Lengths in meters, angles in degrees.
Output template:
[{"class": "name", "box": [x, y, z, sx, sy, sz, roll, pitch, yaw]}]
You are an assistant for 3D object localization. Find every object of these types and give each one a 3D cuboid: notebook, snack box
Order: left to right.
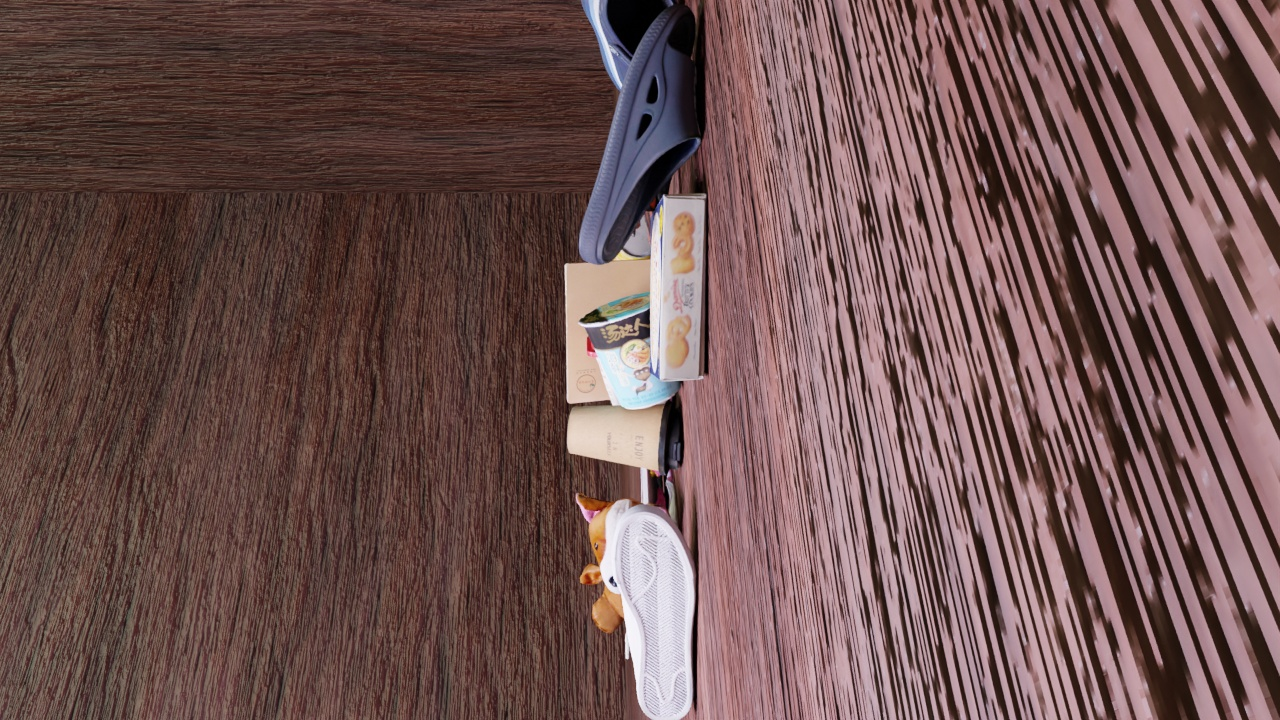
[{"class": "notebook", "box": [-0.034, -0.041, 1.309, 0.008, 0.147, 0.208, -129, 37, -65]}, {"class": "notebook", "box": [0.018, 0.175, 1.317, 0.150, 0.012, 0.208, 70, -165, -54]}, {"class": "snack box", "box": [0.036, -0.073, 0.957, 0.182, 0.046, 0.178, -149, 60, -87]}]

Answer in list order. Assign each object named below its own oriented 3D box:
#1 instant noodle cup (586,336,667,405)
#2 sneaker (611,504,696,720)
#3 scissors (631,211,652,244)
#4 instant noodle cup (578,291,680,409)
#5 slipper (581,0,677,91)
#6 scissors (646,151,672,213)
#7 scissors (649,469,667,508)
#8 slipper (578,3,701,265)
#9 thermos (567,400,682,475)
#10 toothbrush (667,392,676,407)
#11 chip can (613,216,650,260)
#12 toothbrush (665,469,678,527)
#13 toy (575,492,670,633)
[{"class": "instant noodle cup", "box": [-0.007, 0.007, 1.255, 0.116, 0.116, 0.124, -101, -1, -72]}, {"class": "sneaker", "box": [0.020, 0.268, 1.016, 0.090, 0.089, 0.242, -84, -12, -79]}, {"class": "scissors", "box": [-0.002, -0.222, 1.142, 0.188, 0.015, 0.223, -37, -64, -74]}, {"class": "instant noodle cup", "box": [-0.003, -0.010, 1.107, 0.111, 0.111, 0.120, -103, -5, -76]}, {"class": "slipper", "box": [0.007, -0.383, 1.066, 0.105, 0.095, 0.253, -50, -18, -2]}, {"class": "scissors", "box": [0.019, -0.191, 1.099, 0.232, 0.022, 0.221, 22, -105, -75]}, {"class": "scissors", "box": [0.027, 0.174, 1.272, 0.133, 0.017, 0.134, 73, -174, -53]}, {"class": "slipper", "box": [0.019, -0.214, 0.924, 0.268, 0.083, 0.110, -69, -13, 11]}, {"class": "thermos", "box": [-0.015, 0.092, 1.144, 0.093, 0.143, 0.093, 5, -91, -81]}, {"class": "toothbrush", "box": [0.041, 0.029, 1.171, 0.017, 0.014, 0.189, -76, -12, -61]}, {"class": "chip can", "box": [-0.010, -0.187, 1.496, 0.213, 0.072, 0.072, 178, 91, -86]}, {"class": "toothbrush", "box": [0.037, 0.165, 1.215, 0.187, 0.017, 0.016, -93, 5, -47]}, {"class": "toy", "box": [-0.014, 0.255, 1.144, 0.130, 0.140, 0.200, -61, -30, -61]}]
